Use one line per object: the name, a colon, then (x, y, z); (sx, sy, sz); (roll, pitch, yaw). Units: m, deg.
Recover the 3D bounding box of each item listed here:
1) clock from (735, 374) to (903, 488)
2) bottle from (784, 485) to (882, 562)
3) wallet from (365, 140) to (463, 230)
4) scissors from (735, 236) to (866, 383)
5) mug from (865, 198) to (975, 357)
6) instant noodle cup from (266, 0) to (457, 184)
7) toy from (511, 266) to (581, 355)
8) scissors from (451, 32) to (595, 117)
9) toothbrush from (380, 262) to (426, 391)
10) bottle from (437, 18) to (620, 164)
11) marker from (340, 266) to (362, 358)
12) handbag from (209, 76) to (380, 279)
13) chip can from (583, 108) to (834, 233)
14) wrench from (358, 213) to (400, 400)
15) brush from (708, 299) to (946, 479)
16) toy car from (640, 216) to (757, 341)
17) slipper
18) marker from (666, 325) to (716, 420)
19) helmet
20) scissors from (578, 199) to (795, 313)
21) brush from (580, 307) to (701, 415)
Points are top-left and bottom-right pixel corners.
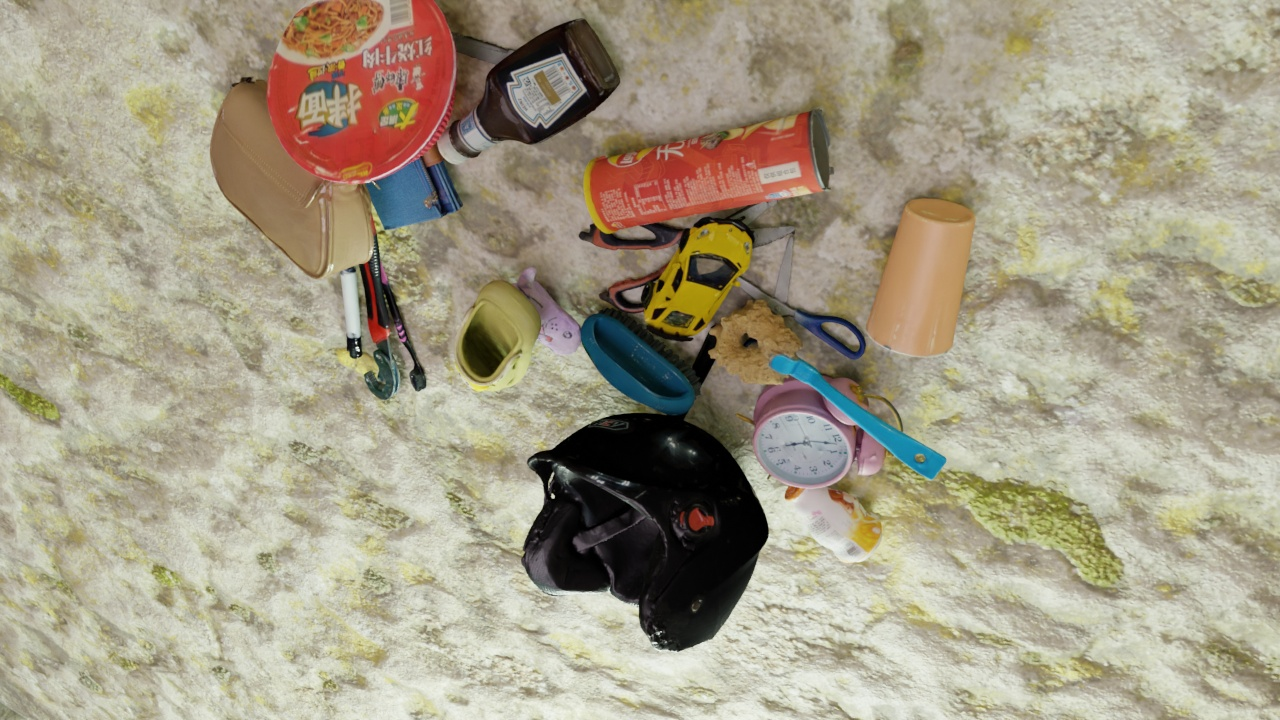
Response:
clock: (0.187, 0.071, 0.934); (0.159, 0.059, 0.117); (-15, 116, 28)
bottle: (0.207, 0.168, 0.990); (0.108, 0.063, 0.063); (39, 128, -7)
wallet: (-0.248, -0.204, 0.934); (0.107, 0.040, 0.133); (-7, 116, 32)
scissors: (0.143, -0.042, 0.902); (0.162, 0.012, 0.173); (18, 126, 15)
mug: (0.248, -0.074, 0.802); (0.078, 0.078, 0.123); (13, 121, 13)
instant noodle cup: (-0.243, -0.251, 0.844); (0.194, 0.065, 0.193); (-1, 86, 18)
toy: (-0.103, -0.049, 0.979); (0.108, 0.038, 0.084); (48, 141, -13)
scissors: (-0.114, -0.285, 0.843); (0.137, 0.014, 0.174); (-34, 103, 37)
toothbrush: (-0.285, -0.044, 1.074); (0.014, 0.017, 0.189); (4, 123, 27)
bottle: (-0.111, -0.234, 0.839); (0.195, 0.043, 0.080); (-20, 111, 36)
marker: (-0.344, -0.058, 1.088); (0.023, 0.018, 0.131); (22, 129, 19)
handbag: (-0.351, -0.186, 0.942); (0.204, 0.099, 0.148); (41, 136, 15)
chip can: (0.057, -0.165, 0.814); (0.217, 0.073, 0.073); (-7, 120, 26)
wrench: (-0.309, -0.061, 1.064); (0.056, 0.016, 0.274); (25, 131, 24)
brush: (0.172, 0.028, 0.865); (0.255, 0.045, 0.083); (36, 112, 20)
toy car: (0.053, -0.076, 0.871); (0.071, 0.041, 0.156); (16, 140, -17)
slipper: (-0.166, -0.017, 0.977); (0.091, 0.081, 0.191); (46, 150, 3)
marker: (0.059, 0.016, 0.972); (0.022, 0.020, 0.132); (3, 134, -24)
helmet: (0.007, 0.165, 0.964); (0.234, 0.229, 0.275); (6, 133, 50)
scissors: (0.036, -0.113, 0.894); (0.215, 0.015, 0.196); (24, 129, 6)
brush: (-0.006, 0.005, 0.947); (0.144, 0.073, 0.055); (40, 127, 7)
